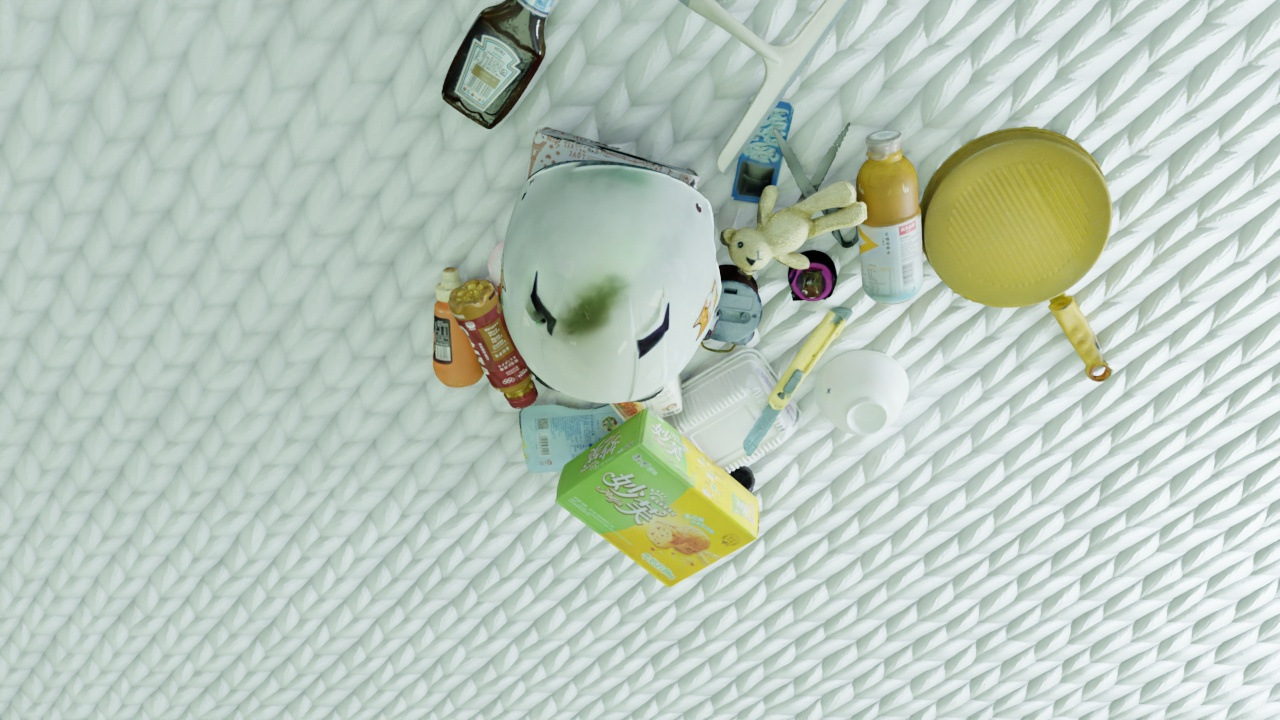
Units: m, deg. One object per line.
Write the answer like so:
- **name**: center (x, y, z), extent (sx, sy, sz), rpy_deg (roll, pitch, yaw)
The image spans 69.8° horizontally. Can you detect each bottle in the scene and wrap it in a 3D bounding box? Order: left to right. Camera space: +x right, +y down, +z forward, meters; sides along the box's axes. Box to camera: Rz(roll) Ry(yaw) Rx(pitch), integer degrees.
- **bottle**: center (-0.228, -0.043, 1.133), extent (0.067, 0.066, 0.150), rpy_deg (1, 115, 5)
- **bottle**: center (-0.174, -0.015, 1.115), extent (0.057, 0.057, 0.175), rpy_deg (-12, 129, 13)
- **bottle**: center (-0.132, -0.337, 0.948), extent (0.080, 0.044, 0.195), rpy_deg (32, 119, -14)
- **bottle**: center (0.271, -0.155, 1.004), extent (0.068, 0.067, 0.190), rpy_deg (-7, 121, 10)

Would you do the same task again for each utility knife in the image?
- **utility knife**: center (0.185, 0.023, 1.111), extent (0.031, 0.022, 0.216), rpy_deg (34, 99, -7)

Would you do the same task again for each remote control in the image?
- **remote control**: center (0.132, -0.227, 1.000), extent (0.049, 0.024, 0.125), rpy_deg (9, 126, 0)

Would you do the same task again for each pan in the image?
- **pan**: center (0.455, -0.098, 1.036), extent (0.198, 0.078, 0.357), rpy_deg (-29, 108, 25)

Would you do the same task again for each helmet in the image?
- **helmet**: center (-0.036, -0.050, 0.891), extent (0.230, 0.156, 0.275), rpy_deg (10, 134, 2)

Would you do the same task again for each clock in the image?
- **clock**: center (0.100, -0.058, 1.090), extent (0.082, 0.055, 0.122), rpy_deg (8, 123, 0)

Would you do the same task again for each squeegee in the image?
- **squeegee**: center (0.061, -0.354, 0.908), extent (0.246, 0.039, 0.247), rpy_deg (34, 108, -8)

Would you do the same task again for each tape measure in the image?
- **tape measure**: center (0.199, -0.096, 1.064), extent (0.057, 0.039, 0.058), rpy_deg (-2, 121, 7)

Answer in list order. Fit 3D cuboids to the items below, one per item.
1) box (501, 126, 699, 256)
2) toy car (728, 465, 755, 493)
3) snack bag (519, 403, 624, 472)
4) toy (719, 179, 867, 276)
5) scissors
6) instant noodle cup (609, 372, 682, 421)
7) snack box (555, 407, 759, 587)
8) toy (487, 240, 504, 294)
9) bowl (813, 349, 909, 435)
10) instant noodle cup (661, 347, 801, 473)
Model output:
- **box**: center (-0.049, -0.145, 0.996), extent (0.182, 0.152, 0.174), rpy_deg (15, 104, -3)
- **toy car**: center (0.081, 0.184, 1.233), extent (0.158, 0.070, 0.042), rpy_deg (-18, 119, 17)
- **snack bag**: center (-0.061, 0.101, 1.215), extent (0.191, 0.038, 0.110), rpy_deg (-4, 113, 3)
- **toy**: center (0.167, -0.142, 0.993), extent (0.157, 0.066, 0.105), rpy_deg (-23, 118, 22)
- **scissors**: center (0.182, -0.183, 1.014), extent (0.160, 0.014, 0.179), rpy_deg (-31, 122, 18)
- **instant noodle cup**: center (-0.007, 0.007, 1.116), extent (0.116, 0.116, 0.124), rpy_deg (-16, 131, 15)
- **snack box**: center (0.023, 0.176, 1.145), extent (0.210, 0.069, 0.158), rpy_deg (41, 122, -21)
- **toy**: center (-0.122, -0.080, 1.099), extent (0.121, 0.054, 0.160), rpy_deg (10, 133, 5)
- **bowl**: center (0.277, 0.053, 1.135), extent (0.118, 0.064, 0.118), rpy_deg (2, 122, 4)
- **instant noodle cup**: center (0.107, 0.080, 1.160), extent (0.174, 0.060, 0.138), rpy_deg (-32, 115, 12)
